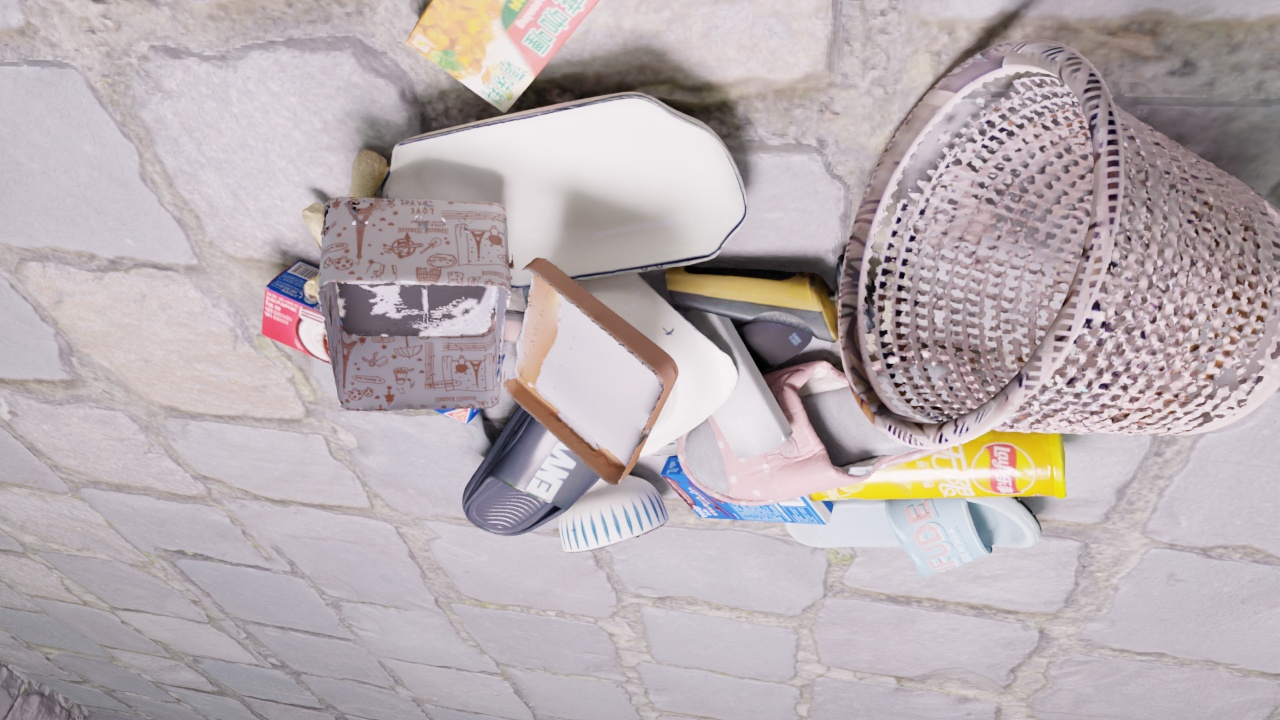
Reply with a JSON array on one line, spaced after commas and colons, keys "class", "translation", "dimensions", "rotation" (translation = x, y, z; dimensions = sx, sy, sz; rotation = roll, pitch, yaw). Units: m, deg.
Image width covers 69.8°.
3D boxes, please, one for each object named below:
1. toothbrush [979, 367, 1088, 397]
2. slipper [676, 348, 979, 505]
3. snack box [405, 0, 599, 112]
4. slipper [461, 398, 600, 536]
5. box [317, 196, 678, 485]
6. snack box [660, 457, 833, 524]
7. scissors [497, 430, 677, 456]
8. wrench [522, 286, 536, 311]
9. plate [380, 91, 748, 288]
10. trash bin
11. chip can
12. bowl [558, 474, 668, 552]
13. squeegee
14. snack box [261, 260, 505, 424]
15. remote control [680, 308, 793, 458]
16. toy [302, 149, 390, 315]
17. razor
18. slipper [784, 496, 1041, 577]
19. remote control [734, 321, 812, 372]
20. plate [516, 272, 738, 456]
[{"class": "toothbrush", "translation": [0.271, 0.026, 0.758], "dimensions": [0.190, 0.029, 0.020], "rotation": [-8, 178, 29]}, {"class": "slipper", "translation": [0.145, 0.059, 0.774], "dimensions": [0.275, 0.114, 0.054], "rotation": [-17, 177, 31]}, {"class": "snack box", "translation": [-0.072, -0.222, 0.550], "dimensions": [0.077, 0.027, 0.156], "rotation": [31, 140, -23]}, {"class": "slipper", "translation": [-0.095, 0.115, 0.895], "dimensions": [0.110, 0.083, 0.269], "rotation": [27, 131, -19]}, {"class": "box", "translation": [-0.109, -0.014, 0.687], "dimensions": [0.274, 0.124, 0.179], "rotation": [20, 146, 0]}, {"class": "snack box", "translation": [0.105, 0.129, 0.919], "dimensions": [0.157, 0.026, 0.084], "rotation": [-5, 139, 41]}, {"class": "scissors", "translation": [-0.038, 0.083, 0.926], "dimensions": [0.196, 0.015, 0.206], "rotation": [31, 133, -24]}, {"class": "wrench", "translation": [-0.005, 0.005, 0.823], "dimensions": [0.056, 0.016, 0.273], "rotation": [-30, 125, 29]}, {"class": "plate", "translation": [-0.055, -0.122, 0.657], "dimensions": [0.266, 0.034, 0.162], "rotation": [-6, 143, 23]}, {"class": "trash bin", "translation": [0.255, -0.045, 0.533], "dimensions": [0.192, 0.227, 0.228], "rotation": [12, 145, -17]}, {"class": "chip can", "translation": [0.252, 0.086, 0.797], "dimensions": [0.214, 0.071, 0.072], "rotation": [-5, 139, 25]}, {"class": "bowl", "translation": [-0.034, 0.153, 0.970], "dimensions": [0.117, 0.116, 0.066], "rotation": [-17, 89, 36]}, {"class": "squeegee", "translation": [-0.173, 0.039, 0.913], "dimensions": [0.248, 0.040, 0.250], "rotation": [5, 143, 11]}, {"class": "snack box", "translation": [-0.228, -0.017, 0.814], "dimensions": [0.207, 0.057, 0.058], "rotation": [23, 126, 1]}, {"class": "remote control", "translation": [0.072, 0.016, 0.757], "dimensions": [0.056, 0.019, 0.135], "rotation": [-28, 93, 40]}, {"class": "toy", "translation": [-0.219, -0.097, 0.731], "dimensions": [0.105, 0.066, 0.158], "rotation": [20, 127, -17]}, {"class": "razor", "translation": [0.100, -0.053, 0.696], "dimensions": [0.168, 0.062, 0.068], "rotation": [8, 113, 18]}, {"class": "slipper", "translation": [0.257, 0.165, 0.896], "dimensions": [0.246, 0.074, 0.104], "rotation": [-8, 137, 29]}, {"class": "remote control", "translation": [0.082, -0.004, 0.778], "dimensions": [0.137, 0.024, 0.053], "rotation": [-22, 131, 39]}, {"class": "plate", "translation": [-0.020, 0.011, 0.758], "dimensions": [0.164, 0.034, 0.164], "rotation": [41, 130, -8]}]
